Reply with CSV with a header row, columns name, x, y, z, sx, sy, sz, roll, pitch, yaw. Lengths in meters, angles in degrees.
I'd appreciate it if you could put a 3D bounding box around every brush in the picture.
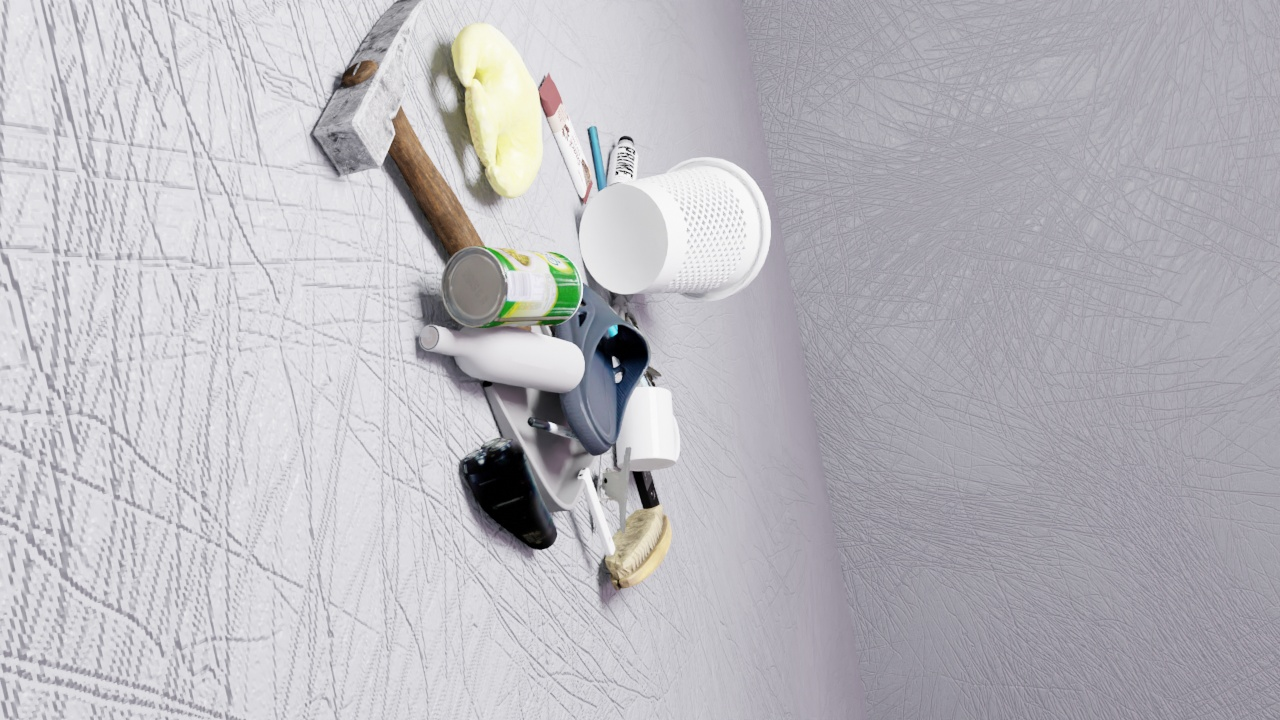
name,x,y,z,sx,sy,sz,roll,pitch,yaw
brush,0.000,0.218,1.094,0.195,0.059,0.043,-42,112,-72

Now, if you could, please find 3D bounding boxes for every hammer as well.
name,x,y,z,sx,sy,sz,roll,pitch,yaw
hammer,-0.163,-0.150,0.816,0.301,0.037,0.217,64,23,-44

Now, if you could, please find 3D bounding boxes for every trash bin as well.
name,x,y,z,sx,sy,sz,roll,pitch,yaw
trash bin,0.035,-0.163,1.185,0.199,0.196,0.195,-17,97,-53

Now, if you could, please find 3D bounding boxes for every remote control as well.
name,x,y,z,sx,sy,sz,roll,pitch,yaw
remote control,0.010,0.175,1.223,0.034,0.013,0.150,-60,137,-64

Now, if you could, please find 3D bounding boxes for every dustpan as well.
name,x,y,z,sx,sy,sz,roll,pitch,yaw
dustpan,-0.079,0.097,0.951,0.162,0.033,0.258,-65,142,-61

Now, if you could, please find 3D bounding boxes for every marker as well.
name,x,y,z,sx,sy,sz,roll,pitch,yaw
marker,-0.072,0.074,0.934,0.152,0.011,0.011,27,55,-61

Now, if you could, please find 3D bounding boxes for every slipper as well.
name,x,y,z,sx,sy,sz,roll,pitch,yaw
slipper,-0.039,-0.010,0.999,0.111,0.083,0.267,59,15,-33

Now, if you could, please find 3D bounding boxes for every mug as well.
name,x,y,z,sx,sy,sz,roll,pitch,yaw
mug,0.016,0.091,1.167,0.110,0.074,0.090,22,59,-51

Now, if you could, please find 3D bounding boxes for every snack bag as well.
name,x,y,z,sx,sy,sz,roll,pitch,yaw
snack bag,-0.091,-0.275,1.146,0.056,0.013,0.158,-76,151,-49

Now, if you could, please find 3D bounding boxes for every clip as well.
name,x,y,z,sx,sy,sz,roll,pitch,yaw
clip,-0.037,0.144,1.045,0.057,0.052,0.102,-8,105,-61

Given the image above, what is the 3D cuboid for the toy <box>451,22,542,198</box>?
name,x,y,z,sx,sy,sz,roll,pitch,yaw
toy,-0.136,-0.244,0.900,0.154,0.065,0.171,-70,149,-59

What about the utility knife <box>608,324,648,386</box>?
name,x,y,z,sx,sy,sz,roll,pitch,yaw
utility knife,-0.007,0.007,1.220,0.179,0.015,0.022,59,39,-34

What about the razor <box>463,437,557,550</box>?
name,x,y,z,sx,sy,sz,roll,pitch,yaw
razor,-0.110,0.122,0.826,0.151,0.054,0.067,68,4,-51

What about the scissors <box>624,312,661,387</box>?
name,x,y,z,sx,sy,sz,roll,pitch,yaw
scissors,0.002,0.001,1.289,0.157,0.013,0.166,-45,123,-66

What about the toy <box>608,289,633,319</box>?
name,x,y,z,sx,sy,sz,roll,pitch,yaw
toy,-0.024,-0.090,1.230,0.049,0.030,0.111,47,39,-33

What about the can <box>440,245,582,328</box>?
name,x,y,z,sx,sy,sz,roll,pitch,yaw
can,-0.107,-0.062,0.786,0.120,0.067,0.067,-7,88,-62

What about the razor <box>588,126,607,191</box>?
name,x,y,z,sx,sy,sz,roll,pitch,yaw
razor,-0.051,-0.248,1.248,0.042,0.022,0.144,-12,87,-66

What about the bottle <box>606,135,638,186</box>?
name,x,y,z,sx,sy,sz,roll,pitch,yaw
bottle,-0.024,-0.277,1.309,0.041,0.041,0.115,61,26,-47

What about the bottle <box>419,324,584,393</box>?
name,x,y,z,sx,sy,sz,roll,pitch,yaw
bottle,-0.123,-0.006,0.820,0.195,0.053,0.052,15,66,-61
